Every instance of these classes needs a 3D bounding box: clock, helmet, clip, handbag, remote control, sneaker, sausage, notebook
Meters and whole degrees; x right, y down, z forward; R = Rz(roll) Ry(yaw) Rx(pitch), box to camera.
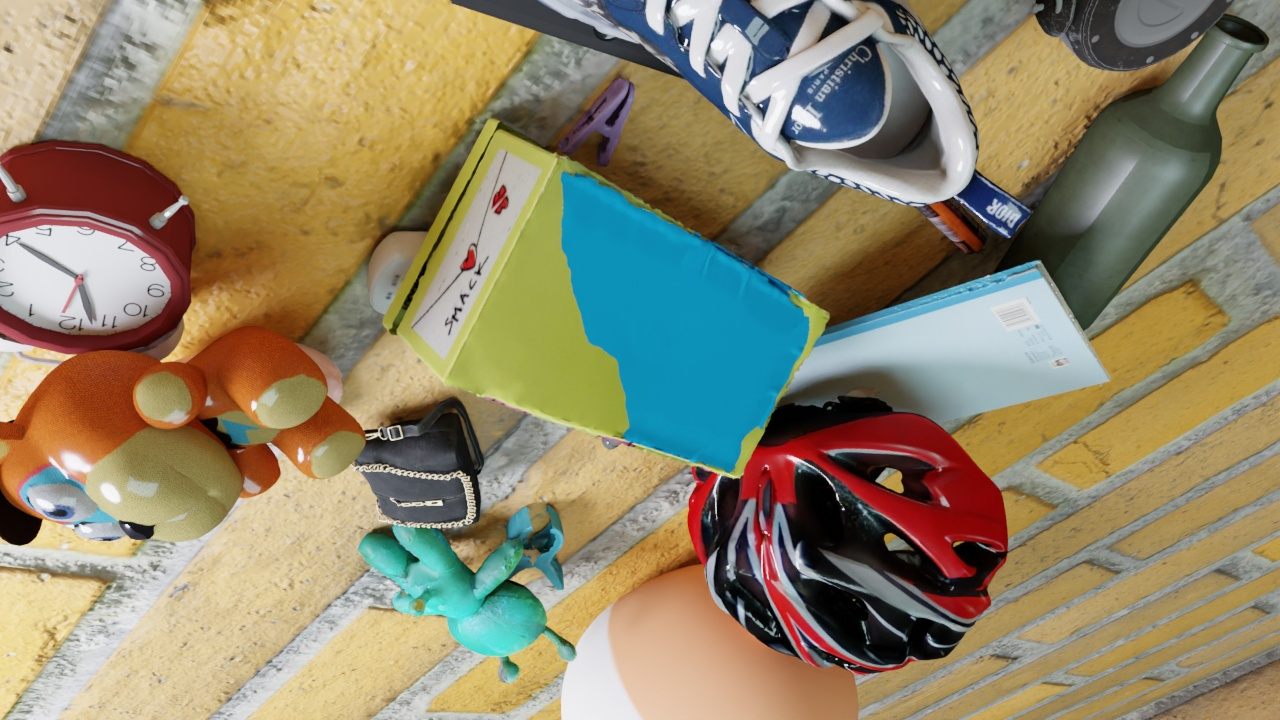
[{"bbox_3d":[0.240,-0.190,0.443,0.122,0.043,0.091,8,136,-30],"label":"clock"},{"bbox_3d":[0.147,0.135,0.664,0.218,0.166,0.272,-9,145,34],"label":"helmet"},{"bbox_3d":[-0.102,0.161,0.766,0.103,0.027,0.120,-3,141,-22],"label":"clip"},{"bbox_3d":[-0.151,0.076,0.624,0.079,0.054,0.129,-3,145,-2],"label":"handbag"},{"bbox_3d":[-0.093,-0.041,0.508,0.114,0.028,0.060,10,135,-32],"label":"remote control"},{"bbox_3d":[0.047,-0.131,0.350,0.269,0.132,0.103,23,118,-36],"label":"sneaker"},{"bbox_3d":[-0.017,-0.115,0.460,0.051,0.014,0.045,-29,142,17],"label":"clip"},{"bbox_3d":[0.174,-0.097,0.554,0.020,0.020,0.155,-40,138,26],"label":"sausage"},{"bbox_3d":[-0.259,-0.041,0.424,0.096,0.048,0.138,9,134,-31],"label":"clock"},{"bbox_3d":[0.173,0.013,0.640,0.254,0.009,0.181,-18,148,31],"label":"notebook"},{"bbox_3d":[-0.012,-0.152,0.411,0.146,0.015,0.033,8,136,-30],"label":"remote control"}]

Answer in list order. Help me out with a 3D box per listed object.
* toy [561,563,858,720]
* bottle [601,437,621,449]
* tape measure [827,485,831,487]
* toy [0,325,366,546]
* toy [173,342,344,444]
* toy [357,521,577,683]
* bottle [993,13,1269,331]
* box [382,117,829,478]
[{"bbox_3d":[0.073,0.316,0.839,0.262,0.265,0.281,26,112,-40],"label":"toy"},{"bbox_3d":[0.012,0.039,0.641,0.030,0.030,0.113,18,145,-38],"label":"bottle"},{"bbox_3d":[0.146,0.107,0.780,0.051,0.058,0.019,20,136,0],"label":"tape measure"},{"bbox_3d":[-0.227,0.037,0.435,0.176,0.096,0.112,-7,151,0],"label":"toy"},{"bbox_3d":[-0.223,0.028,0.528,0.108,0.053,0.105,-10,153,-11],"label":"toy"},{"bbox_3d":[-0.139,0.192,0.729,0.131,0.072,0.193,-28,122,24],"label":"toy"},{"bbox_3d":[0.289,-0.104,0.549,0.071,0.071,0.207,-4,141,-18],"label":"bottle"},{"bbox_3d":[-0.007,-0.022,0.495,0.220,0.080,0.124,20,101,-43],"label":"box"}]
